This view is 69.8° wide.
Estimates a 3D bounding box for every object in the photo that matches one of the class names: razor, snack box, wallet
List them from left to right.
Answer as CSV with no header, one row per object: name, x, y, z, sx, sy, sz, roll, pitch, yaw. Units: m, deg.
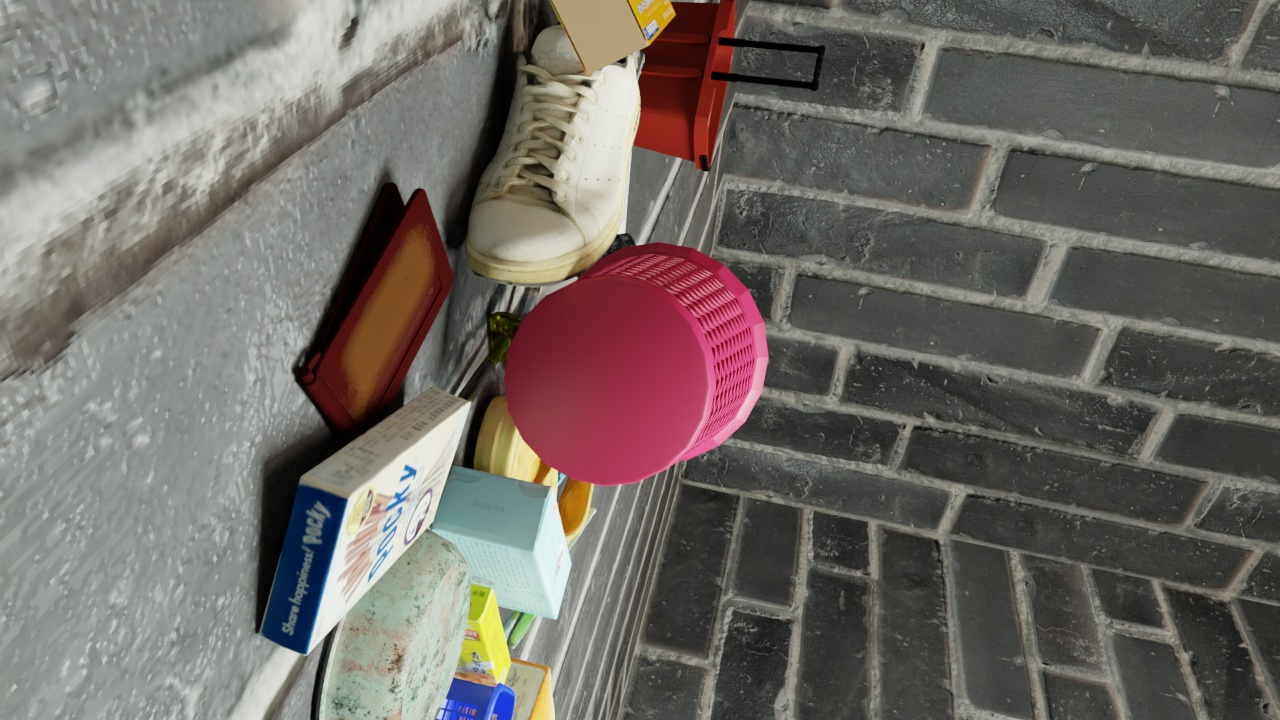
snack box,-0.132,0.071,0.460,0.149,0.026,0.082,-57,168,-73
wallet,-0.127,-0.019,0.454,0.092,0.018,0.115,89,16,-62
snack box,-0.128,0.214,0.702,0.148,0.040,0.028,92,11,-52
razor,-0.110,0.012,0.624,0.105,0.026,0.043,-65,166,-50
snack box,-0.128,0.384,0.797,0.194,0.081,0.145,-70,167,-55
snack box,-0.098,0.141,0.686,0.175,0.075,0.053,88,16,-60
snack box,-0.032,-0.241,0.525,0.126,0.040,0.088,62,25,-23

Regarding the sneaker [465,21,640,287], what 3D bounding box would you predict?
sneaker,-0.047,-0.152,0.588,0.102,0.089,0.240,95,8,-49

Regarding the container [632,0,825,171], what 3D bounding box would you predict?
container,0.070,-0.268,0.892,0.127,0.201,0.148,61,40,-79

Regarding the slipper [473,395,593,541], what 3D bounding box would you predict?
slipper,-0.080,0.102,0.775,0.264,0.078,0.099,84,16,-68

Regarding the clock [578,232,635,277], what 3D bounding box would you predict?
clock,-0.031,-0.087,0.886,0.090,0.052,0.129,99,-23,-56

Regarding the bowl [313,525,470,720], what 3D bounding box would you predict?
bowl,-0.139,0.170,0.549,0.157,0.038,0.157,12,88,-83

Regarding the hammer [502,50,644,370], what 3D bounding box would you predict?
hammer,-0.059,-0.142,0.732,0.098,0.044,0.321,79,25,-72

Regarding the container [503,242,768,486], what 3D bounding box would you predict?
container,-0.004,0.004,0.658,0.225,0.183,0.183,-29,129,-80

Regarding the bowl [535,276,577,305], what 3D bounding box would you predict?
bowl,-0.066,-0.030,0.829,0.110,0.040,0.110,12,88,-83

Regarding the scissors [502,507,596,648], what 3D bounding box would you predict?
scissors,-0.095,0.206,0.822,0.169,0.023,0.171,-59,178,23

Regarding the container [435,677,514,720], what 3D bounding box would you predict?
container,-0.137,0.288,0.663,0.096,0.058,0.114,86,17,-65

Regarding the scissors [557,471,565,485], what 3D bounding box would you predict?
scissors,-0.064,0.088,0.942,0.136,0.015,0.125,-45,-167,3

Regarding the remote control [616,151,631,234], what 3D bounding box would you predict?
remote control,-0.030,-0.171,0.904,0.018,0.038,0.126,-37,142,-47
